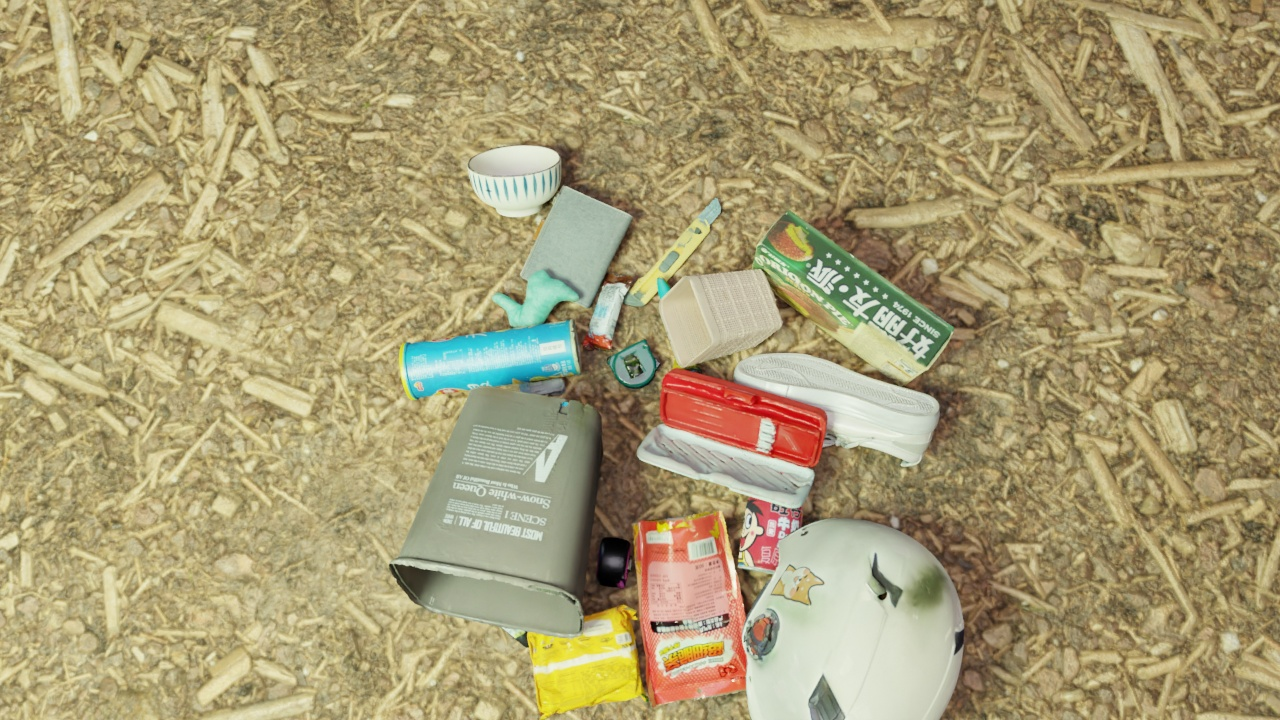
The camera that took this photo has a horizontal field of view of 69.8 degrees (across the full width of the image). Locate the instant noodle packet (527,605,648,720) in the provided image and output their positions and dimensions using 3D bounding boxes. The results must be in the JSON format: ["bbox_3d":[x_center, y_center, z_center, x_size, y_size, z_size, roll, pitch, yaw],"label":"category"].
[{"bbox_3d":[-0.059,0.343,1.046,0.128,0.044,0.110,-10,78,-1],"label":"instant noodle packet"}]

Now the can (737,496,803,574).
[{"bbox_3d":[0.151,0.198,1.060,0.066,0.066,0.093,9,78,4],"label":"can"}]

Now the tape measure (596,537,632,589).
[{"bbox_3d":[-0.029,0.234,1.063,0.039,0.058,0.057,7,75,2],"label":"tape measure"}]

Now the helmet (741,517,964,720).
[{"bbox_3d":[0.238,0.293,0.946,0.230,0.157,0.273,30,65,-14],"label":"helmet"}]

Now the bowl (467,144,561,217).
[{"bbox_3d":[-0.155,-0.222,1.154,0.116,0.116,0.066,-2,121,1],"label":"bowl"}]

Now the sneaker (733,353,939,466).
[{"bbox_3d":[0.225,0.061,1.089,0.242,0.089,0.091,17,123,22],"label":"sneaker"}]

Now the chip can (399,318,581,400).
[{"bbox_3d":[-0.179,-0.002,1.112,0.210,0.071,0.071,-8,77,0],"label":"chip can"}]

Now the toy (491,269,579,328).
[{"bbox_3d":[-0.135,-0.071,1.139,0.096,0.030,0.092,34,106,7],"label":"toy"}]

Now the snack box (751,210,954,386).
[{"bbox_3d":[0.245,-0.070,1.094,0.240,0.114,0.063,38,81,10],"label":"snack box"}]

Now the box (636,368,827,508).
[{"bbox_3d":[0.103,0.086,1.048,0.201,0.100,0.094,15,122,19],"label":"box"}]

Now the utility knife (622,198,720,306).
[{"bbox_3d":[0.045,-0.135,1.168,0.031,0.019,0.182,40,77,4],"label":"utility knife"}]

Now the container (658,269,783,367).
[{"bbox_3d":[0.098,-0.054,1.094,0.110,0.090,0.090,-12,75,-27],"label":"container"}]

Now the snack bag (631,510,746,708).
[{"bbox_3d":[0.058,0.281,1.049,0.128,0.073,0.207,-9,82,-2],"label":"snack bag"}]

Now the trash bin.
[{"bbox_3d":[-0.137,0.163,1.003,0.199,0.199,0.219,10,61,4],"label":"trash bin"}]

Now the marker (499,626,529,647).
[{"bbox_3d":[-0.173,0.294,1.076,0.124,0.015,0.018,38,82,6],"label":"marker"}]

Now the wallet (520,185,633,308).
[{"bbox_3d":[-0.084,-0.144,1.158,0.106,0.037,0.129,26,91,8],"label":"wallet"}]

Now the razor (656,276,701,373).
[{"bbox_3d":[0.041,-0.041,1.136,0.043,0.028,0.132,-19,80,24],"label":"razor"}]

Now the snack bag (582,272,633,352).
[{"bbox_3d":[-0.042,-0.060,1.143,0.045,0.026,0.105,9,77,35],"label":"snack bag"}]

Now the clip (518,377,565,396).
[{"bbox_3d":[-0.121,0.035,1.130,0.058,0.037,0.026,-8,72,-1],"label":"clip"}]

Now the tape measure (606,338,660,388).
[{"bbox_3d":[-0.007,0.007,1.129,0.058,0.025,0.054,-28,77,-4],"label":"tape measure"}]
